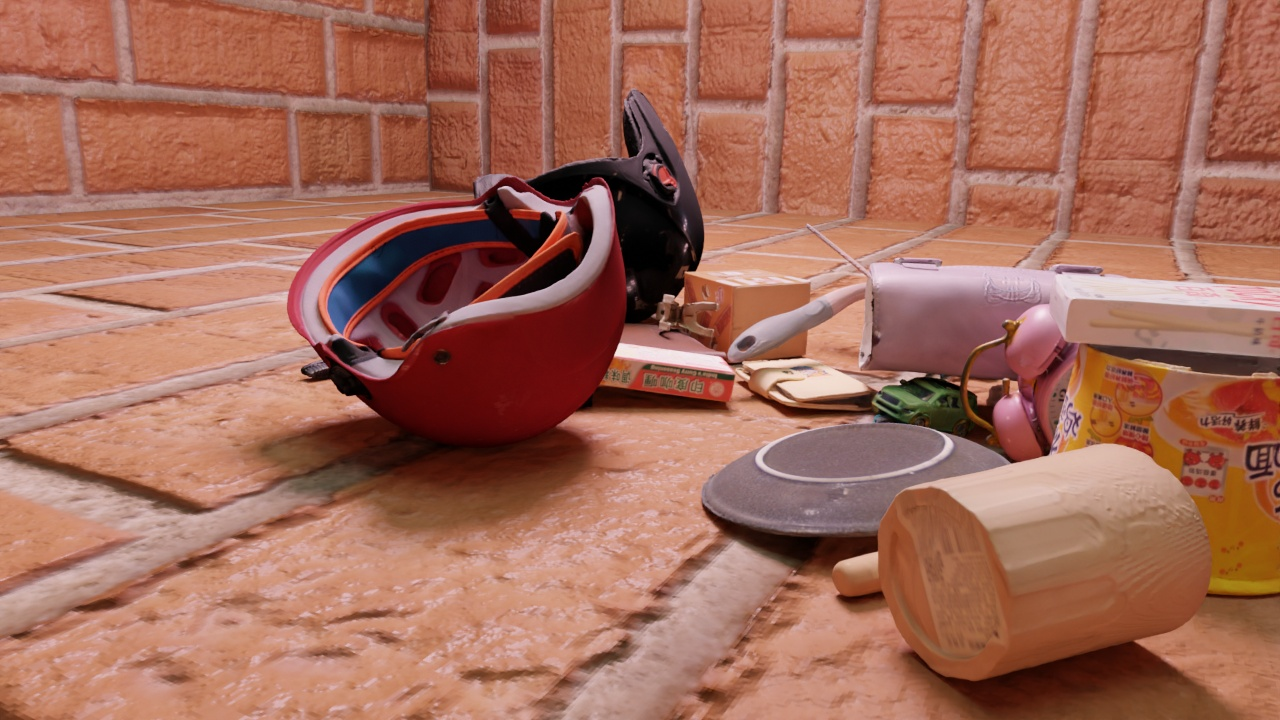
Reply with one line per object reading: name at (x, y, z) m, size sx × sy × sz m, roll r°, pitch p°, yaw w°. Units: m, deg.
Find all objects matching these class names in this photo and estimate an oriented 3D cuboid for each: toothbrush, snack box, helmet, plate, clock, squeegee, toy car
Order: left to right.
toothbrush at (-0.214, -0.001, 0.839) m, size 0.188 × 0.014 × 0.018 m, roll -9°, pitch 27°, yaw -37°
helmet at (-0.118, -0.024, 0.650) m, size 0.240 × 0.144 × 0.206 m, roll 6°, pitch 43°, yaw 33°
helmet at (-0.050, -0.144, 0.996) m, size 0.234 × 0.230 × 0.274 m, roll -25°, pitch 5°, yaw 25°
snack box at (-0.004, 0.004, 0.759) m, size 0.156 × 0.027 × 0.077 m, roll 8°, pitch 9°, yaw -4°
snack box at (0.105, -0.047, 0.924) m, size 0.092 × 0.077 × 0.094 m, roll -5°, pitch 15°, yaw -27°
squeegee at (0.170, -0.044, 0.827) m, size 0.248 × 0.040 × 0.247 m, roll -20°, pitch 53°, yaw -38°
plate at (0.124, 0.061, 0.539) m, size 0.179 × 0.024 × 0.179 m, roll -7°, pitch 10°, yaw 1°
toy car at (0.208, 0.033, 0.666) m, size 0.091 × 0.036 × 0.043 m, roll 1°, pitch 24°, yaw -38°
toothbrush at (0.356, 0.019, 0.810) m, size 0.179 × 0.016 × 0.016 m, roll -10°, pitch 20°, yaw -39°
clock at (0.293, 0.019, 0.601) m, size 0.159 × 0.117 × 0.059 m, roll 7°, pitch 26°, yaw 14°
snack box at (0.307, -0.023, 0.489) m, size 0.157 × 0.027 × 0.084 m, roll 5°, pitch 15°, yaw 18°

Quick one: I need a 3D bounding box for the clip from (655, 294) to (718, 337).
clip at (0.050, -0.043, 0.900) m, size 0.093 × 0.035 × 0.103 m, roll 8°, pitch 2°, yaw 8°

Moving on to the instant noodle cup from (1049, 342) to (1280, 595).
instant noodle cup at (0.289, 0.046, 0.495) m, size 0.138 × 0.110 × 0.138 m, roll 1°, pitch 15°, yaw 0°

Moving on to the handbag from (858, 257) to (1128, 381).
handbag at (0.271, -0.027, 0.703) m, size 0.197 × 0.098 × 0.144 m, roll 5°, pitch 5°, yaw 11°

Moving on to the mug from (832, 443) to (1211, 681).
mug at (0.158, 0.087, 0.404) m, size 0.103 × 0.084 × 0.125 m, roll -6°, pitch -9°, yaw -23°

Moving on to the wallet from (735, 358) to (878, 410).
wallet at (0.136, 0.018, 0.776) m, size 0.087 × 0.024 × 0.115 m, roll -4°, pitch 16°, yaw -16°

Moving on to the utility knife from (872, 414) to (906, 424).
utility knife at (0.177, 0.051, 0.665) m, size 0.029 × 0.013 × 0.216 m, roll 9°, pitch 15°, yaw 18°

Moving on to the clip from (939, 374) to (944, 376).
clip at (0.284, 0.004, 0.870) m, size 0.043 × 0.014 × 0.056 m, roll 10°, pitch 14°, yaw 31°

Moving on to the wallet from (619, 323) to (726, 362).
wallet at (0.013, -0.011, 0.868) m, size 0.101 × 0.032 × 0.124 m, roll -1°, pitch 14°, yaw -19°

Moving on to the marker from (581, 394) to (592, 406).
marker at (-0.103, 0.028, 0.715) m, size 0.132 × 0.020 × 0.022 m, roll -1°, pitch 39°, yaw -12°
